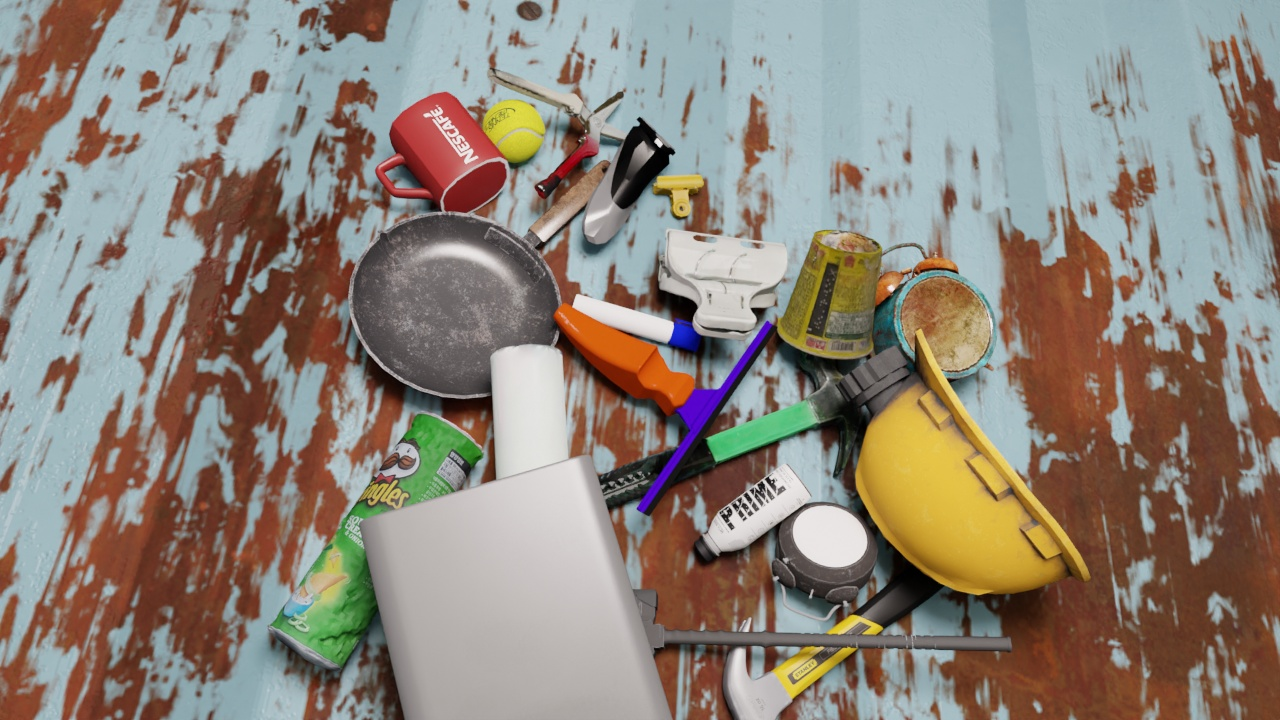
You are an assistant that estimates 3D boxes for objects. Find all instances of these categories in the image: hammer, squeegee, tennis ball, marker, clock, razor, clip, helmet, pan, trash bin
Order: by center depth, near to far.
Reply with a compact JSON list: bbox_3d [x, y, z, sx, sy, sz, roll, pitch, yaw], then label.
[{"bbox_3d":[-0.094,0.207,0.700,0.191,0.098,0.219,-15,75,-11],"label":"trash bin"},{"bbox_3d":[0.150,0.248,0.790,0.325,0.015,0.094,-1,62,7],"label":"hammer"},{"bbox_3d":[0.269,0.113,0.824,0.131,0.205,0.255,-35,77,13],"label":"helmet"},{"bbox_3d":[0.170,0.175,0.842,0.091,0.044,0.122,17,47,15],"label":"clock"},{"bbox_3d":[0.214,0.239,0.849,0.323,0.029,0.127,-29,74,-20],"label":"hammer"},{"bbox_3d":[-0.005,0.005,0.887,0.185,0.055,0.248,35,60,4],"label":"squeegee"},{"bbox_3d":[0.069,0.089,0.889,0.318,0.032,0.130,-19,71,-16],"label":"hammer"},{"bbox_3d":[0.083,-0.087,0.916,0.126,0.110,0.150,7,22,-3],"label":"clip"},{"bbox_3d":[-0.134,-0.100,0.934,0.207,0.040,0.355,41,59,4],"label":"pan"},{"bbox_3d":[-0.004,-0.040,0.936,0.133,0.023,0.027,16,96,-2],"label":"marker"},{"bbox_3d":[0.293,-0.046,0.958,0.121,0.073,0.157,-19,82,-16],"label":"clock"},{"bbox_3d":[-0.017,-0.186,0.967,0.057,0.060,0.156,40,75,-24],"label":"razor"},{"bbox_3d":[-0.136,-0.245,0.982,0.065,0.065,0.065,3,66,-8],"label":"tennis ball"},{"bbox_3d":[0.043,-0.183,1.005,0.054,0.046,0.048,-3,42,-12],"label":"clip"}]

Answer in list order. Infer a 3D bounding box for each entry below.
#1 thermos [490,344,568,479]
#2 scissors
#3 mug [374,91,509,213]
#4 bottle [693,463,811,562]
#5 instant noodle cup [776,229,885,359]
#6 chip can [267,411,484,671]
[{"bbox_3d":[-0.095,0.104,0.814,0.068,0.068,0.230,-3,77,-10],"label":"thermos"},{"bbox_3d":[-0.082,-0.255,0.972,0.179,0.015,0.198,42,52,-19],"label":"scissors"},{"bbox_3d":[-0.210,-0.202,0.945,0.116,0.080,0.096,-35,76,-14],"label":"mug"},{"bbox_3d":[0.101,0.145,0.852,0.116,0.041,0.041,-37,76,1],"label":"bottle"},{"bbox_3d":[0.194,-0.069,0.916,0.102,0.108,0.102,7,27,-4],"label":"instant noodle cup"},{"bbox_3d":[-0.224,0.153,0.791,0.075,0.076,0.222,30,66,4],"label":"chip can"}]
